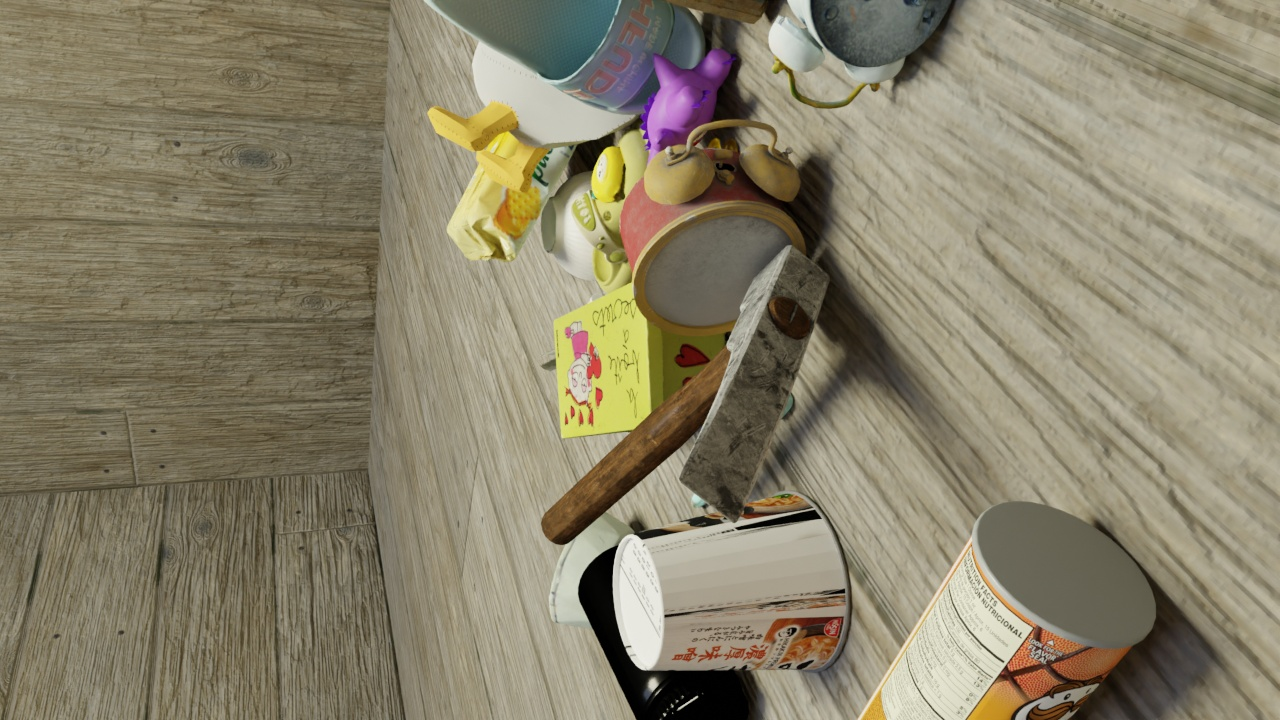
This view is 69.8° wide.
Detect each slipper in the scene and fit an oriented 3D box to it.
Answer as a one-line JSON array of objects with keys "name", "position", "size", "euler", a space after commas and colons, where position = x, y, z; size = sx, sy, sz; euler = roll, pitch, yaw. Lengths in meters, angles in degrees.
[{"name": "slipper", "position": [-0.026, -0.138, 0.842], "size": [0.191, 0.081, 0.091], "euler": [111, 151, -47]}, {"name": "slipper", "position": [-0.052, -0.250, 0.679], "size": [0.104, 0.245, 0.074], "euler": [-61, 39, 19]}]

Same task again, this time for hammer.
[{"name": "hammer", "position": [-0.002, 0.076, 0.604], "size": [0.302, 0.037, 0.217], "euler": [-46, 10, 41]}]

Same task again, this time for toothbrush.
[{"name": "toothbrush", "position": [0.072, 0.073, 0.705], "size": [0.181, 0.016, 0.016], "euler": [118, 143, -52]}]

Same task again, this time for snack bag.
[{"name": "snack bag", "position": [-0.126, -0.216, 0.982], "size": [0.247, 0.068, 0.160], "euler": [-63, 19, -5]}]

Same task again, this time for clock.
[{"name": "clock", "position": [0.046, -0.097, 0.617], "size": [0.159, 0.117, 0.081], "euler": [102, 159, -48]}, {"name": "clock", "position": [0.115, -0.191, 0.489], "size": [0.057, 0.083, 0.118], "euler": [-113, 33, -52]}]

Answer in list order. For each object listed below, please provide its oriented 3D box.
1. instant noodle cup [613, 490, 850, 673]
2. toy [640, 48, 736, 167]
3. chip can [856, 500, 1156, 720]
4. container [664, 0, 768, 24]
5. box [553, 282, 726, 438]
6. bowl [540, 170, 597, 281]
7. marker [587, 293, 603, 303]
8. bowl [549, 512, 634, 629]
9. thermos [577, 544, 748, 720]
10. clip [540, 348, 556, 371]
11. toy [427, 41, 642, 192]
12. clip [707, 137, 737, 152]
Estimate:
[{"name": "instant noodle cup", "position": [0.053, 0.154, 0.614], "size": [0.124, 0.121, 0.123], "euler": [178, 90, -68]}, {"name": "toy", "position": [0.029, -0.194, 0.710], "size": [0.105, 0.056, 0.088], "euler": [-59, -8, -35]}, {"name": "chip can", "position": [0.151, 0.169, 0.438], "size": [0.075, 0.075, 0.216], "euler": [-117, 33, -46]}, {"name": "container", "position": [0.013, -0.358, 0.636], "size": [0.187, 0.157, 0.249], "euler": [-24, 69, 54]}, {"name": "box", "position": [-0.005, 0.005, 0.802], "size": [0.221, 0.081, 0.124], "euler": [169, 99, -69]}, {"name": "bowl", "position": [-0.068, -0.142, 0.965], "size": [0.118, 0.062, 0.118], "euler": [178, 90, -68]}, {"name": "marker", "position": [-0.069, -0.033, 1.037], "size": [0.146, 0.017, 0.017], "euler": [128, 135, -57]}, {"name": "bowl", "position": [-0.034, 0.206, 0.881], "size": [0.061, 0.117, 0.118], "euler": [17, 115, 20]}, {"name": "thermos", "position": [0.019, 0.242, 0.751], "size": [0.198, 0.086, 0.086], "euler": [-131, 44, -57]}, {"name": "clip", "position": [-0.059, 0.000, 0.971], "size": [0.056, 0.101, 0.046], "euler": [20, 114, 20]}, {"name": "toy", "position": [-0.068, -0.285, 0.840], "size": [0.247, 0.141, 0.267], "euler": [37, 90, 34]}, {"name": "clip", "position": [0.060, -0.150, 0.715], "size": [0.050, 0.044, 0.054], "euler": [-34, 51, 22]}]
